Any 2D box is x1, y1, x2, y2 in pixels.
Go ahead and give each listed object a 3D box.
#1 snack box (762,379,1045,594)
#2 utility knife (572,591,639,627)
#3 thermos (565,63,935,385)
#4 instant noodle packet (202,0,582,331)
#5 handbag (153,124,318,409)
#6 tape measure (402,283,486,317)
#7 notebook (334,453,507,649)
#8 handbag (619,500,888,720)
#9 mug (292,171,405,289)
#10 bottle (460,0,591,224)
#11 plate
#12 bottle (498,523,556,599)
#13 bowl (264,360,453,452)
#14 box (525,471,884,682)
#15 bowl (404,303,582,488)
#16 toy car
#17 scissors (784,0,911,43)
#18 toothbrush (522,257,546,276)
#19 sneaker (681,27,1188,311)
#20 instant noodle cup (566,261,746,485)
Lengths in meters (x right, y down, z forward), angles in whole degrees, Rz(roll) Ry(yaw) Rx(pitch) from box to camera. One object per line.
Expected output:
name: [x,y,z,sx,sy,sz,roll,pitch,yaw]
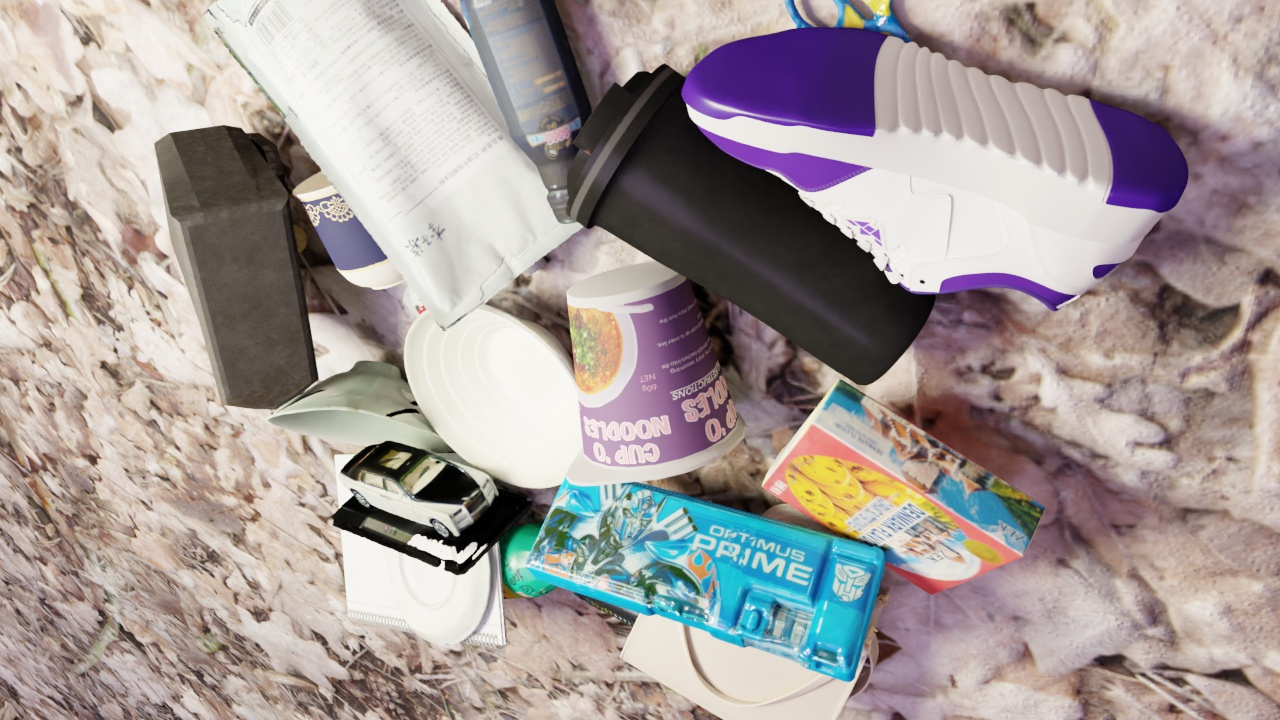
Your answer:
snack box: [0.163,0.089,0.603,0.145,0.040,0.143,33,157,8]
utility knife: [-0.009,0.239,0.871,0.188,0.020,0.029,22,129,16]
thermos: [0.065,-0.075,0.548,0.218,0.105,0.106,35,134,-1]
instant noodle packet: [-0.162,-0.169,0.632,0.147,0.057,0.269,-37,100,6]
handbag: [-0.332,-0.095,0.767,0.199,0.102,0.198,51,146,37]
tape measure: [-0.163,-0.050,0.759,0.062,0.020,0.060,45,134,-3]
notebook: [-0.224,0.181,0.904,0.246,0.013,0.178,-5,90,39]
handbag: [0.098,0.193,0.731,0.195,0.101,0.198,27,120,14]
mug: [-0.210,-0.109,0.714,0.112,0.085,0.089,35,150,59]
bottle: [-0.062,-0.167,0.587,0.056,0.056,0.161,-3,120,34]
plate: [-0.198,0.191,0.866,0.157,0.014,0.157,1,91,39]
bottle: [-0.104,0.187,0.860,0.210,0.067,0.068,-16,112,39]
bowl: [-0.244,0.037,0.835,0.174,0.067,0.174,6,164,2]
box: [0.048,0.158,0.674,0.244,0.091,0.085,12,150,22]
bowl: [-0.103,0.017,0.744,0.177,0.057,0.177,17,129,21]
toy car: [-0.198,0.113,0.801,0.192,0.093,0.071,10,133,39]
scissors: [0.129,-0.170,0.494,0.071,0.022,0.130,-32,107,38]
toothbrush: [-0.130,-0.144,0.672,0.019,0.018,0.188,-24,107,39]
sneaker: [0.139,-0.094,0.488,0.244,0.091,0.111,19,143,13]
instant noodle cup: [-0.004,0.004,0.633,0.122,0.136,0.122,17,124,57]
